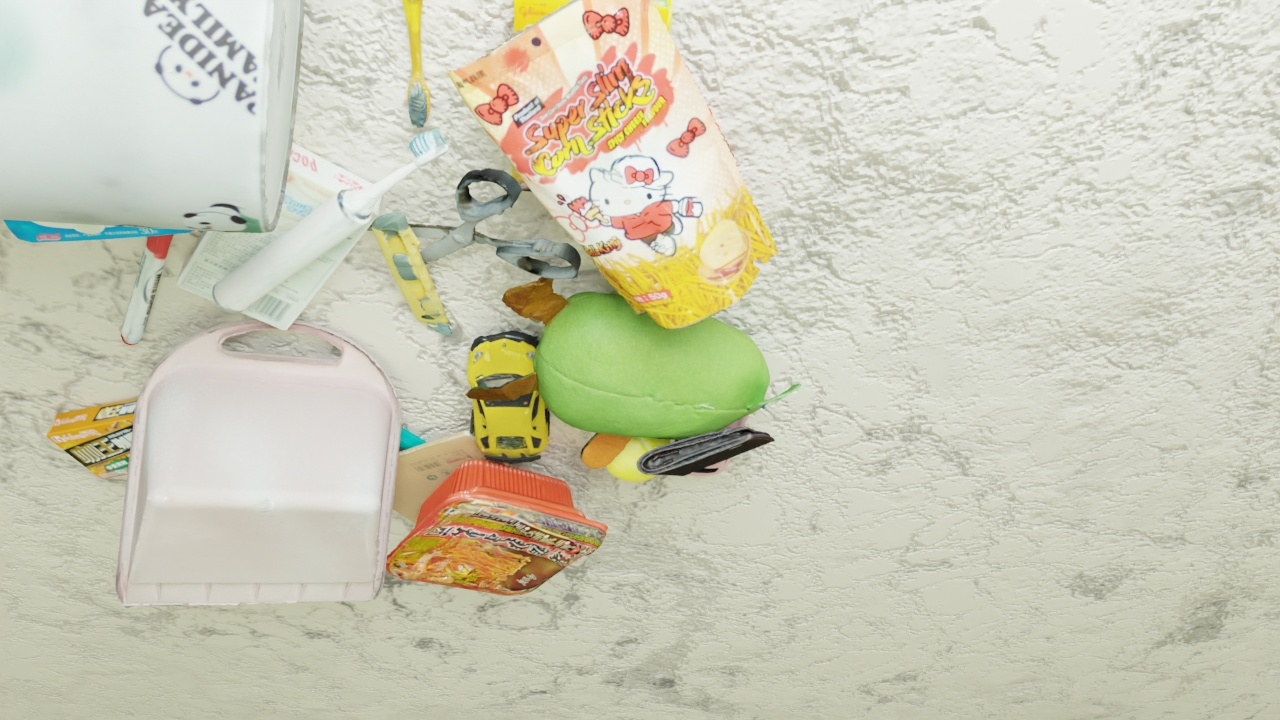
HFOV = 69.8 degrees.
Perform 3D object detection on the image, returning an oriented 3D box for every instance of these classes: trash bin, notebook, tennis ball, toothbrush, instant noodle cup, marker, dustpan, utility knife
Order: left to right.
[{"bbox_3d":[-0.287,-0.164,0.404,0.251,0.229,0.230,5,141,-18],"label":"trash bin"},{"bbox_3d":[-0.368,-0.056,0.683,0.017,0.017,0.146,20,136,-25],"label":"marker"},{"bbox_3d":[-0.314,0.097,0.784,0.222,0.138,0.274,7,143,-25],"label":"dustpan"},{"bbox_3d":[-0.204,-0.087,0.597,0.222,0.026,0.026,-26,101,28],"label":"toothbrush"},{"bbox_3d":[-0.226,0.068,0.843,0.029,0.013,0.205,-23,138,28],"label":"utility knife"},{"bbox_3d":[-0.127,-0.207,0.503,0.016,0.018,0.192,2,141,-8],"label":"toothbrush"},{"bbox_3d":[-0.164,-0.060,0.673,0.031,0.018,0.165,6,158,5],"label":"utility knife"},{"bbox_3d":[-0.180,0.138,0.925,0.148,0.008,0.208,-17,143,18],"label":"notebook"},{"bbox_3d":[-0.142,0.162,0.887,0.164,0.079,0.189,20,137,-29],"label":"instant noodle cup"},{"bbox_3d":[-0.005,0.076,0.821,0.065,0.065,0.066,-1,141,-1],"label":"tennis ball"}]

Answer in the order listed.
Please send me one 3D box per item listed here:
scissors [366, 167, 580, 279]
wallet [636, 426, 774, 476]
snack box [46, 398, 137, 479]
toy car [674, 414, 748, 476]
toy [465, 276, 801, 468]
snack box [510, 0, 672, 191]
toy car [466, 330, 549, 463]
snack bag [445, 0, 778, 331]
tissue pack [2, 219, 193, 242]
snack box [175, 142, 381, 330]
[{"bbox_3d":[-0.116,-0.082,0.608,0.174,0.014,0.160,22,152,2],"label":"scissors"},{"bbox_3d":[0.057,0.076,0.765,0.096,0.020,0.122,-18,168,14],"label":"wallet"},{"bbox_3d":[-0.440,0.066,0.823,0.154,0.026,0.075,-10,140,11],"label":"snack box"},{"bbox_3d":[0.063,0.069,0.838,0.056,0.037,0.123,3,140,-9],"label":"toy car"},{"bbox_3d":[-0.004,0.004,0.715,0.246,0.089,0.228,12,129,-22],"label":"toy"},{"bbox_3d":[-0.034,-0.161,0.553,0.087,0.033,0.141,3,139,-7],"label":"snack box"},{"bbox_3d":[-0.113,0.034,0.785,0.071,0.041,0.156,1,139,-5],"label":"toy car"},{"bbox_3d":[-0.007,-0.114,0.547,0.129,0.073,0.208,-20,131,22],"label":"snack bag"},{"bbox_3d":[-0.353,-0.120,0.573,0.157,0.052,0.095,-2,139,3],"label":"tissue pack"},{"bbox_3d":[-0.255,-0.085,0.643,0.084,0.026,0.157,27,133,-30],"label":"snack box"}]
